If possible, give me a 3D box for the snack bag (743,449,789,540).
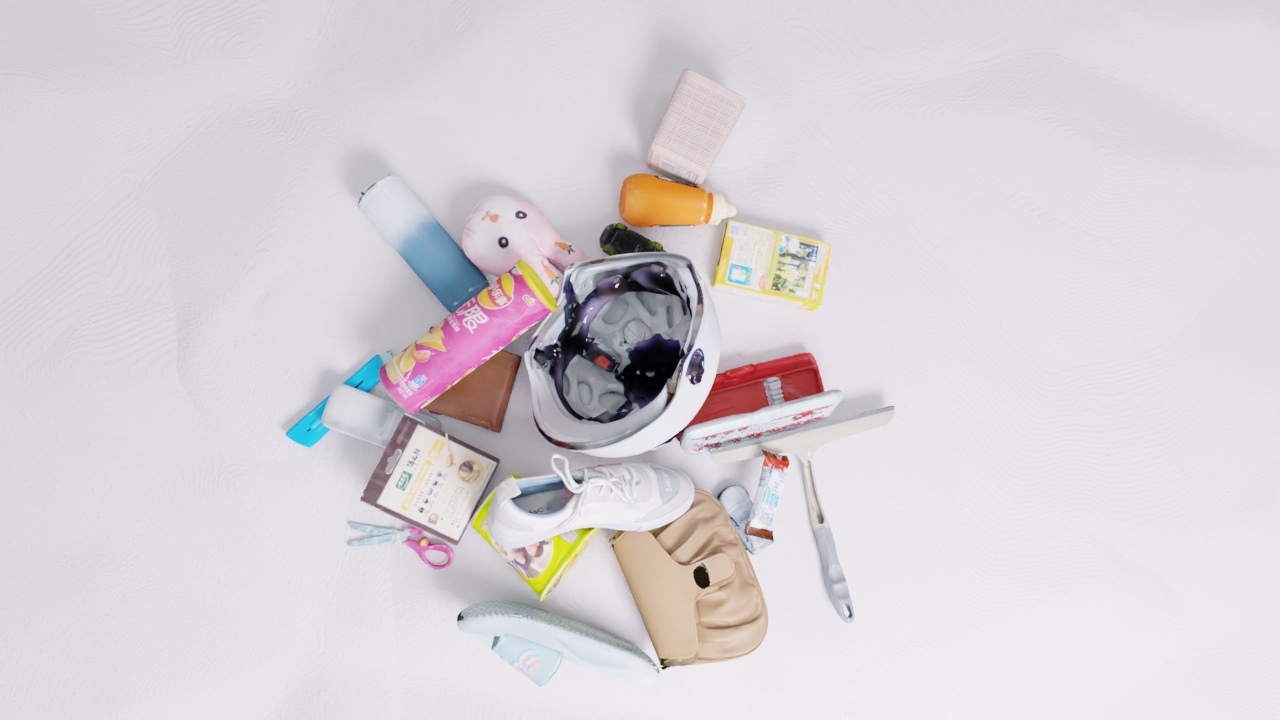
[{"bbox_3d":[0.152,0.160,1.093,0.048,0.026,0.104,19,82,-31],"label":"snack bag"}]

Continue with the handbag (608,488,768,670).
[{"bbox_3d":[0.061,0.259,1.084,0.147,0.100,0.204,-22,79,-10],"label":"handbag"}]

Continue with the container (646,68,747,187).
[{"bbox_3d":[0.066,-0.288,1.161,0.090,0.090,0.111,26,84,-2],"label":"container"}]

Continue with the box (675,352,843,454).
[{"bbox_3d":[0.138,0.051,1.117,0.201,0.102,0.095,-14,85,-7],"label":"box"}]

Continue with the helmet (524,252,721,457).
[{"bbox_3d":[-0.006,0.006,1.072,0.229,0.146,0.258,-2,65,31],"label":"helmet"}]

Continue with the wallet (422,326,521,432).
[{"bbox_3d":[-0.217,0.024,1.124,0.124,0.032,0.101,18,84,-2],"label":"wallet"}]

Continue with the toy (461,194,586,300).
[{"bbox_3d":[-0.141,-0.140,1.132,0.159,0.054,0.121,29,55,-9],"label":"toy"}]

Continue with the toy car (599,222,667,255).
[{"bbox_3d":[-0.009,-0.139,1.160,0.090,0.035,0.042,29,80,-1],"label":"toy car"}]

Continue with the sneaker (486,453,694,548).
[{"bbox_3d":[-0.049,0.142,1.020,0.241,0.091,0.089,-7,50,-21],"label":"sneaker"}]

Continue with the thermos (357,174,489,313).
[{"bbox_3d":[-0.252,-0.125,1.122,0.070,0.070,0.220,-40,88,-9],"label":"thermos"}]

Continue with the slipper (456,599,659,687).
[{"bbox_3d":[-0.097,0.338,1.062,0.245,0.104,0.074,21,83,-9],"label":"slipper"}]

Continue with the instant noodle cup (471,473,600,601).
[{"bbox_3d":[-0.127,0.199,1.076,0.123,0.112,0.111,38,81,8],"label":"instant noodle cup"}]

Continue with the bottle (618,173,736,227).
[{"bbox_3d":[0.050,-0.197,1.162,0.149,0.067,0.066,4,82,-12],"label":"bottle"}]

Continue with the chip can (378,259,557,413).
[{"bbox_3d":[-0.199,-0.026,1.059,0.211,0.071,0.071,-36,87,7],"label":"chip can"}]

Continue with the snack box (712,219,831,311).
[{"bbox_3d":[0.168,-0.121,1.176,0.140,0.034,0.087,12,82,-2],"label":"snack box"}]

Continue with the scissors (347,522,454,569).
[{"bbox_3d":[-0.286,0.202,1.103,0.138,0.017,0.083,14,83,0],"label":"scissors"}]

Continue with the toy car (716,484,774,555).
[{"bbox_3d":[0.130,0.196,1.133,0.043,0.034,0.090,-31,85,-5],"label":"toy car"}]

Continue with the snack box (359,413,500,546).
[{"bbox_3d":[-0.245,0.140,1.076,0.125,0.053,0.113,28,77,-9],"label":"snack box"}]

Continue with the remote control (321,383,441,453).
[{"bbox_3d":[-0.311,0.075,1.105,0.136,0.020,0.055,22,81,-12],"label":"remote control"}]

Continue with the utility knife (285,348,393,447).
[{"bbox_3d":[-0.359,0.045,1.114,0.034,0.018,0.159,45,80,2],"label":"utility knife"}]

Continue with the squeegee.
[{"bbox_3d":[0.226,0.201,1.137,0.246,0.039,0.246,-13,86,-11],"label":"squeegee"}]
